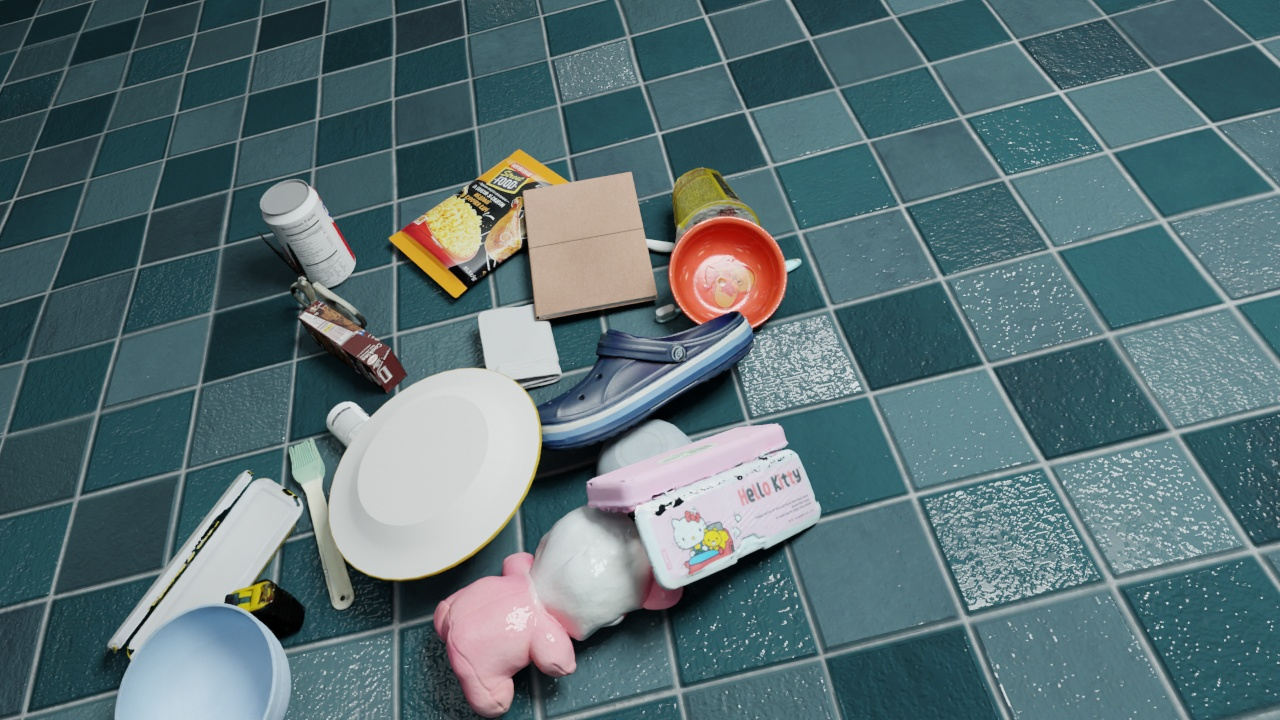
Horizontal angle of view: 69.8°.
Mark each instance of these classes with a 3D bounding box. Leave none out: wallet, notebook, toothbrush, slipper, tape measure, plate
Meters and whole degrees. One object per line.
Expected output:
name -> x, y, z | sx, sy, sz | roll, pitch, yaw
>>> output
wallet -> -0.138, -0.013, 1.041 | 0.086, 0.032, 0.116 | -8, 48, -7
notebook -> -0.065, -0.143, 1.108 | 0.141, 0.008, 0.208 | -10, 54, 0
toothbrush -> -0.027, -0.144, 1.126 | 0.189, 0.016, 0.017 | 11, 65, 21
toothbrush -> 0.101, -0.082, 1.047 | 0.180, 0.017, 0.016 | -22, 57, -6
slipper -> -0.006, 0.005, 0.930 | 0.252, 0.095, 0.105 | -27, 13, -13
tape measure -> -0.360, 0.238, 0.871 | 0.063, 0.067, 0.038 | -16, 51, 12
plate -> -0.202, 0.098, 0.873 | 0.230, 0.021, 0.229 | -13, 51, 16

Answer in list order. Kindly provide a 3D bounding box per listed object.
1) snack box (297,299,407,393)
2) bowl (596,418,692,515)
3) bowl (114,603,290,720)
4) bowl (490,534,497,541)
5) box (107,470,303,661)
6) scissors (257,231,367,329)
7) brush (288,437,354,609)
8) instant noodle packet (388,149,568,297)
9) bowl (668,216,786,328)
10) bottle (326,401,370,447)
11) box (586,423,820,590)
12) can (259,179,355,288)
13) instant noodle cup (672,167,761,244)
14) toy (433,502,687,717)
snack box -> -0.338, -0.017, 1.074 | 0.141, 0.051, 0.031 | 29, 63, 30
bowl -> 0.004, 0.099, 0.910 | 0.106, 0.039, 0.106 | -7, 51, 8
bowl -> -0.371, 0.298, 0.810 | 0.151, 0.075, 0.150 | -5, 63, 10
bowl -> -0.179, 0.138, 0.904 | 0.116, 0.066, 0.116 | -7, 51, 8
box -> -0.436, 0.215, 0.930 | 0.084, 0.080, 0.209 | 36, 63, -12
scissors -> -0.391, -0.088, 1.092 | 0.169, 0.158, 0.012 | 38, 63, -15
brush -> -0.331, 0.166, 0.954 | 0.033, 0.012, 0.217 | -26, 52, -8
instant noodle packet -> -0.195, -0.183, 1.184 | 0.220, 0.032, 0.160 | -39, 55, -18
bowl -> 0.093, -0.091, 1.014 | 0.130, 0.045, 0.130 | 0, 83, -4
bottle -> -0.290, 0.089, 0.986 | 0.116, 0.041, 0.041 | 33, 66, 32
box -> 0.061, 0.130, 0.831 | 0.201, 0.103, 0.101 | -15, 1, -37
can -> -0.415, -0.156, 1.149 | 0.070, 0.132, 0.070 | -6, 51, 8
instant noodle cup -> 0.079, -0.170, 1.076 | 0.102, 0.102, 0.108 | -15, 42, 1
toy -> -0.076, 0.207, 0.814 | 0.213, 0.084, 0.142 | -29, 45, -10
